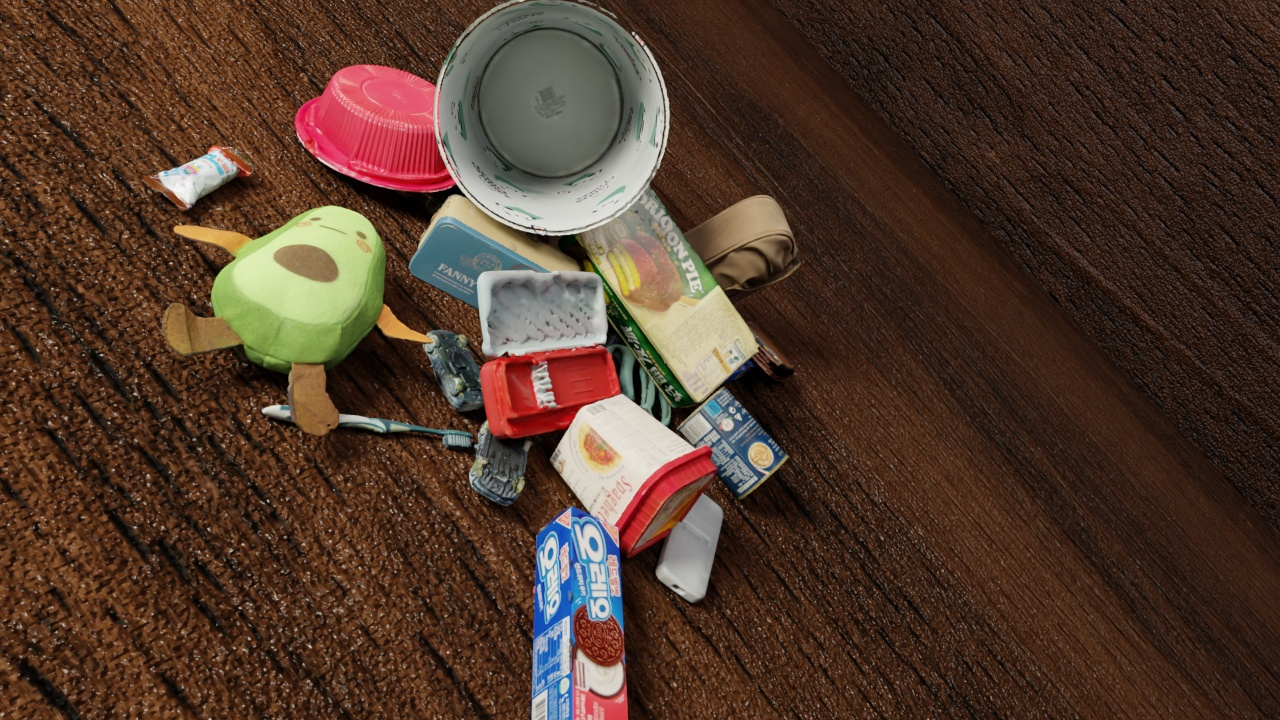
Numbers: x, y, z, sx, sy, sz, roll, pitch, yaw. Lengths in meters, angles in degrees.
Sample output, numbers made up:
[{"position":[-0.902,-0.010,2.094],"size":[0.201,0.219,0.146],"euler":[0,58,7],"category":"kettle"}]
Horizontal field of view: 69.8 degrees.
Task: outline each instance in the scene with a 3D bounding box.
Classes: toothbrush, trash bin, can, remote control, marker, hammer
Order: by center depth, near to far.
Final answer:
[{"position":[-0.226,0.058,0.783],"size":[0.191,0.016,0.018],"euler":[13,55,-40],"category":"toothbrush"},{"position":[0.051,0.185,0.938],"size":[0.056,0.020,0.135],"euler":[37,34,-10],"category":"remote control"},{"position":[-0.098,-0.274,1.014],"size":[0.229,0.230,0.251],"euler":[34,12,-15],"category":"trash bin"},{"position":[-0.049,0.004,1.035],"size":[0.022,0.018,0.130],"euler":[33,33,-1],"category":"marker"},{"position":[0.103,0.093,1.047],"size":[0.111,0.075,0.075],"euler":[48,33,7],"category":"can"},{"position":[-0.220,-0.271,1.146],"size":[0.126,0.032,0.322],"euler":[28,35,-23],"category":"hammer"}]

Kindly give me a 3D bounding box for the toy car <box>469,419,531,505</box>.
[{"position":[-0.129,0.091,0.834],"size":[0.049,0.031,0.105],"euler":[34,23,-18],"category":"toy car"}]

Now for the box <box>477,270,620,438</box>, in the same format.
[{"position":[-0.088,-0.010,0.899],"size":[0.200,0.038,0.157],"euler":[-8,88,-60],"category":"box"}]

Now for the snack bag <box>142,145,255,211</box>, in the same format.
[{"position":[-0.401,-0.168,0.836],"size":[0.045,0.026,0.105],"euler":[42,35,-10],"category":"snack bag"}]

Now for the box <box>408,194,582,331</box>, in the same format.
[{"position":[-0.156,-0.101,0.972],"size":[0.184,0.090,0.059],"euler":[25,39,-23],"category":"box"}]

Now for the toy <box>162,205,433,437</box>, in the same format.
[{"position":[-0.285,-0.056,0.777],"size":[0.227,0.090,0.246],"euler":[30,34,-17],"category":"toy"}]

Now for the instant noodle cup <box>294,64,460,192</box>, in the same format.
[{"position":[-0.274,-0.265,1.009],"size":[0.193,0.066,0.193],"euler":[17,36,-13],"category":"instant noodle cup"}]

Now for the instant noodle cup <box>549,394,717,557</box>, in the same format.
[{"position":[-0.011,0.105,0.886],"size":[0.124,0.117,0.116],"euler":[44,30,20],"category":"instant noodle cup"}]

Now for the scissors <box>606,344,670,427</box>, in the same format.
[{"position":[-0.011,-0.001,1.060],"size":[0.139,0.019,0.179],"euler":[34,35,-36],"category":"scissors"}]

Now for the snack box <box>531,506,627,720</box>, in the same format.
[{"position":[-0.052,0.221,0.752],"size":[0.058,0.057,0.207],"euler":[28,35,-28],"category":"snack box"}]

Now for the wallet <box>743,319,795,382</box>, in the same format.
[{"position":[0.163,-0.019,1.252],"size":[0.101,0.032,0.124],"euler":[50,11,17],"category":"wallet"}]

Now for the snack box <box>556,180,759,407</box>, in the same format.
[{"position":[0.022,-0.073,1.041],"size":[0.114,0.063,0.240],"euler":[-41,100,-26],"category":"snack box"}]

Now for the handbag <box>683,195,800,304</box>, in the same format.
[{"position":[0.106,-0.120,1.179],"size":[0.147,0.205,0.099],"euler":[16,51,-55],"category":"handbag"}]

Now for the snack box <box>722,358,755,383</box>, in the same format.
[{"position":[0.080,-0.007,1.179],"size":[0.084,0.026,0.156],"euler":[54,34,15],"category":"snack box"}]

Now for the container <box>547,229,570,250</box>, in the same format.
[{"position":[-0.059,-0.149,1.133],"size":[0.089,0.090,0.110],"euler":[21,36,-31],"category":"container"}]

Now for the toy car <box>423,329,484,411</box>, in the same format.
[{"position":[-0.177,0.009,0.875],"size":[0.042,0.034,0.090],"euler":[-7,56,-48],"category":"toy car"}]
